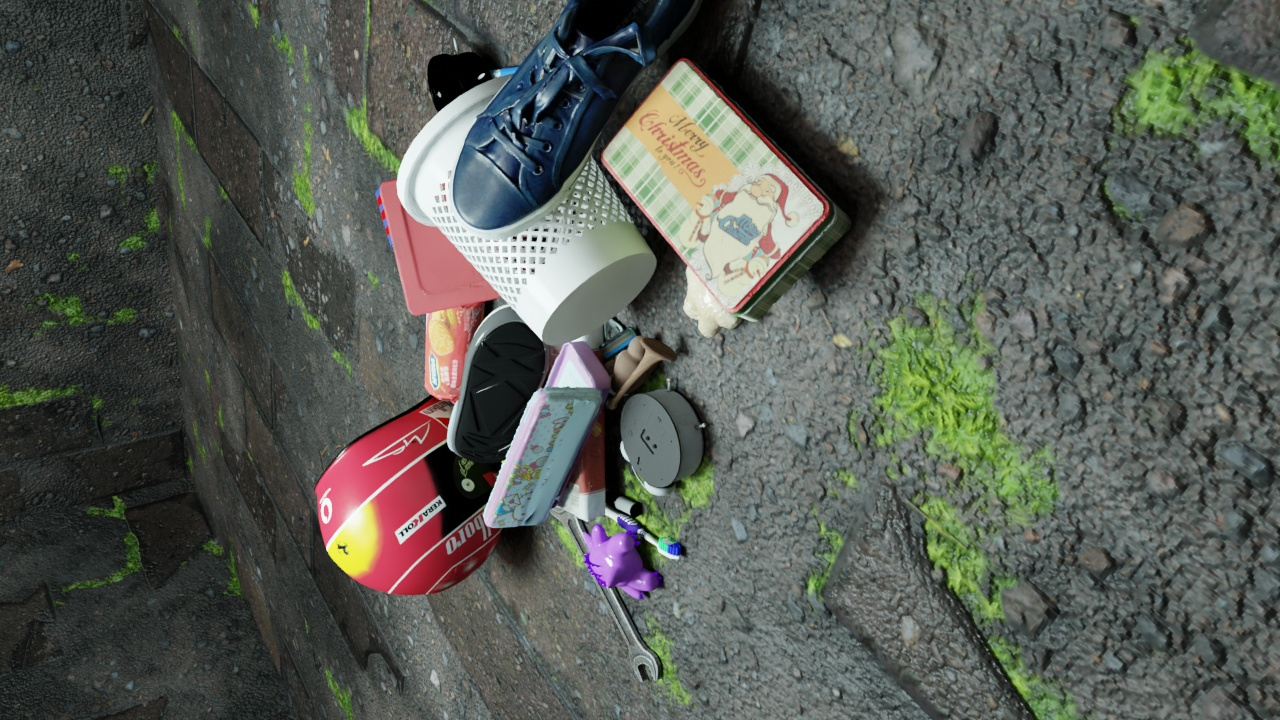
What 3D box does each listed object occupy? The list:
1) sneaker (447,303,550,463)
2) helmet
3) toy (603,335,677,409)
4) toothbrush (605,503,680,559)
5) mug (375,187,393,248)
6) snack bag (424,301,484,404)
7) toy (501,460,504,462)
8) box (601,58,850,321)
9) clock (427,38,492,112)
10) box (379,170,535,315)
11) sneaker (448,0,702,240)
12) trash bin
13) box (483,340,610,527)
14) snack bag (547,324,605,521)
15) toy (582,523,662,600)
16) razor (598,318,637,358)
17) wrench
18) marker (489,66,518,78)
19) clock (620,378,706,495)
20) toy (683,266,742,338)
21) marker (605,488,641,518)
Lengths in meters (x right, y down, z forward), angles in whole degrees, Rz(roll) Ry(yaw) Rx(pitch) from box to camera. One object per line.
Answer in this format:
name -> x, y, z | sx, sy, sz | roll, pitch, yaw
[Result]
sneaker -> -0.166, -0.006, 1.079 | 0.257, 0.093, 0.160 | 113, 158, -43
helmet -> -0.289, 0.192, 1.221 | 0.224, 0.270, 0.198 | 47, 125, 5
toy -> -0.005, 0.005, 0.915 | 0.102, 0.041, 0.054 | -50, 23, 39
toothbrush -> -0.016, 0.179, 1.016 | 0.187, 0.015, 0.016 | 21, 113, 50
mug -> -0.311, -0.195, 1.253 | 0.112, 0.075, 0.076 | 138, 116, -81
snack bag -> -0.245, -0.029, 1.211 | 0.082, 0.082, 0.177 | 39, 131, 40
toy -> -0.170, 0.095, 1.183 | 0.094, 0.036, 0.093 | -12, 84, 53
box -> 0.061, -0.137, 0.729 | 0.118, 0.050, 0.205 | -44, 60, 18
clock -> -0.208, -0.306, 1.071 | 0.091, 0.042, 0.121 | 50, 149, 20
box -> -0.213, -0.139, 1.053 | 0.152, 0.164, 0.157 | -6, 97, 50
sneaker -> -0.062, -0.218, 0.734 | 0.120, 0.127, 0.295 | 42, 103, 5
trash bin -> -0.097, -0.133, 0.887 | 0.199, 0.195, 0.196 | 53, 140, 14
box -> -0.111, 0.084, 0.960 | 0.089, 0.092, 0.215 | 55, 136, 32
snack bag -> -0.072, 0.060, 1.016 | 0.078, 0.041, 0.225 | 14, 106, 53
toy -> -0.030, 0.225, 1.014 | 0.106, 0.055, 0.088 | 61, 158, -14
razor -> -0.048, -0.066, 0.971 | 0.144, 0.043, 0.022 | 61, -173, 27
wrench -> -0.048, 0.256, 1.092 | 0.273, 0.010, 0.070 | 59, 142, 21
marker -> -0.163, -0.325, 1.043 | 0.142, 0.013, 0.013 | 18, 116, 51
clock -> 0.018, 0.083, 0.918 | 0.094, 0.035, 0.123 | 53, 140, 29
toy -> 0.068, -0.073, 0.784 | 0.092, 0.043, 0.118 | 51, 135, 28
marker -> -0.047, 0.151, 1.048 | 0.141, 0.016, 0.016 | 15, 114, 51
